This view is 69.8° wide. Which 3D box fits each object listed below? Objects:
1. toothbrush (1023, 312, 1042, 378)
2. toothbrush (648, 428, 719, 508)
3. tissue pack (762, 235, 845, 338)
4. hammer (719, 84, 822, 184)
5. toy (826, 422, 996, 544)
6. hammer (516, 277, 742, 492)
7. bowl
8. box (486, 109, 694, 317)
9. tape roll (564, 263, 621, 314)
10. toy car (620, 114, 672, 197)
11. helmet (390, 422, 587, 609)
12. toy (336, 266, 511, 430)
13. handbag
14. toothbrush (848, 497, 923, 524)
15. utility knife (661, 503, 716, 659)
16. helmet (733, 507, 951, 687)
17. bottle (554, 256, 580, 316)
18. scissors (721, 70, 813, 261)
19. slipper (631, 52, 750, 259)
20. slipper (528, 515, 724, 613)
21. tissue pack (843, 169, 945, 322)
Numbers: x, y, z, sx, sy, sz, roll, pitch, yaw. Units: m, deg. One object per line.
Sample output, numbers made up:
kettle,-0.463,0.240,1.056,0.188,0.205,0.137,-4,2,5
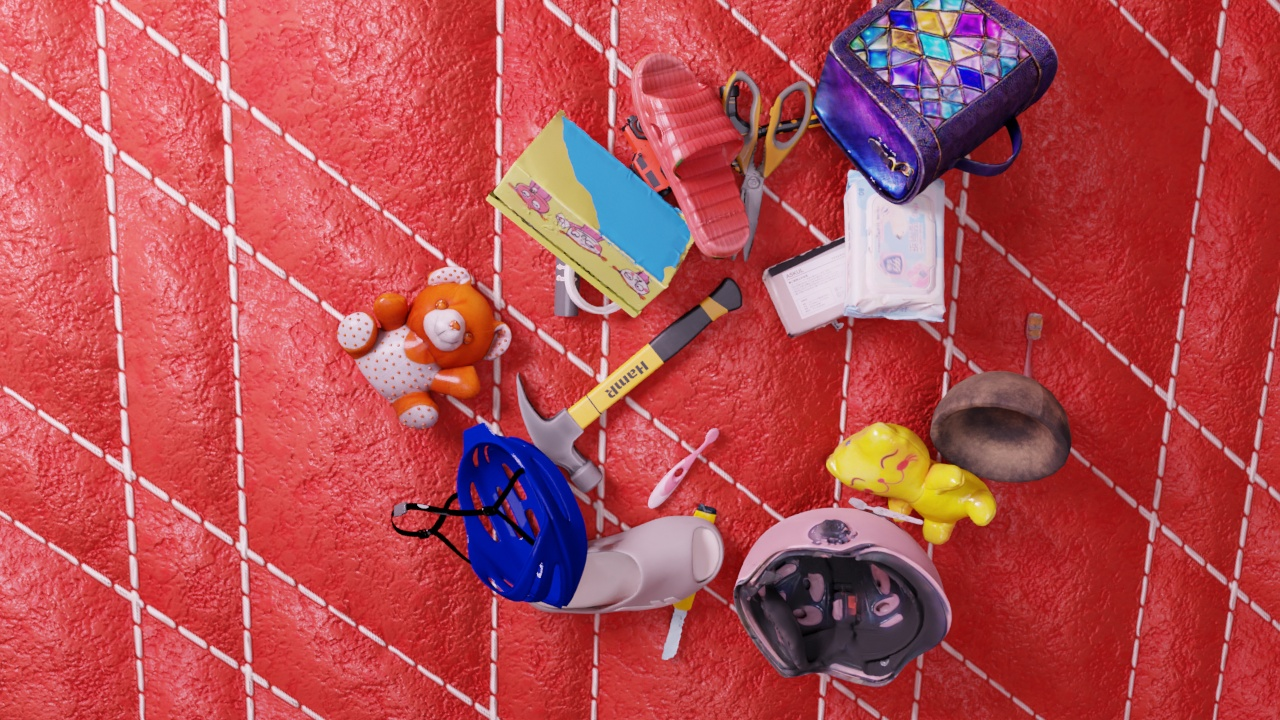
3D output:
toothbrush,0.507,0.029,1.200,0.015,0.015,0.184,-1,102,-12
toothbrush,0.055,0.138,1.179,0.021,0.016,0.135,40,97,-10
tissue pack,0.251,-0.096,1.136,0.181,0.071,0.104,-24,86,-4
hammer,0.255,-0.295,1.112,0.320,0.036,0.123,-10,101,-1
toy,0.346,0.142,1.155,0.194,0.135,0.087,31,53,-5
hammer,-0.007,0.007,1.144,0.324,0.034,0.170,-39,100,1
bowl,0.450,0.077,1.142,0.162,0.163,0.070,33,55,-10
box,-0.049,-0.167,1.057,0.221,0.082,0.124,38,52,-13
tape roll,-0.048,-0.102,1.110,0.093,0.013,0.093,-3,97,-28
toy car,0.009,-0.242,1.088,0.049,0.051,0.100,-35,101,0
helmet,-0.173,0.196,1.069,0.148,0.227,0.241,-24,84,38
toy,-0.249,-0.020,1.085,0.172,0.093,0.164,-37,100,0
handbag,0.329,-0.292,1.016,0.204,0.126,0.222,-38,75,-12
toothbrush,0.298,0.184,1.125,0.010,0.182,0.010,35,82,-8
utility knife,0.061,0.292,1.204,0.030,0.019,0.218,14,94,-1
helmet,0.251,0.277,1.134,0.256,0.152,0.230,-19,113,28
bottle,-0.088,-0.111,1.114,0.030,0.030,0.113,2,100,-6
scissors,0.127,-0.232,1.101,0.134,0.016,0.228,18,102,-4
slipper,0.071,-0.240,1.051,0.103,0.059,0.249,-27,97,-29
slipper,-0.023,0.271,1.155,0.266,0.080,0.113,-9,96,2
tissue pack,0.296,-0.135,1.071,0.112,0.070,0.181,2,83,2
